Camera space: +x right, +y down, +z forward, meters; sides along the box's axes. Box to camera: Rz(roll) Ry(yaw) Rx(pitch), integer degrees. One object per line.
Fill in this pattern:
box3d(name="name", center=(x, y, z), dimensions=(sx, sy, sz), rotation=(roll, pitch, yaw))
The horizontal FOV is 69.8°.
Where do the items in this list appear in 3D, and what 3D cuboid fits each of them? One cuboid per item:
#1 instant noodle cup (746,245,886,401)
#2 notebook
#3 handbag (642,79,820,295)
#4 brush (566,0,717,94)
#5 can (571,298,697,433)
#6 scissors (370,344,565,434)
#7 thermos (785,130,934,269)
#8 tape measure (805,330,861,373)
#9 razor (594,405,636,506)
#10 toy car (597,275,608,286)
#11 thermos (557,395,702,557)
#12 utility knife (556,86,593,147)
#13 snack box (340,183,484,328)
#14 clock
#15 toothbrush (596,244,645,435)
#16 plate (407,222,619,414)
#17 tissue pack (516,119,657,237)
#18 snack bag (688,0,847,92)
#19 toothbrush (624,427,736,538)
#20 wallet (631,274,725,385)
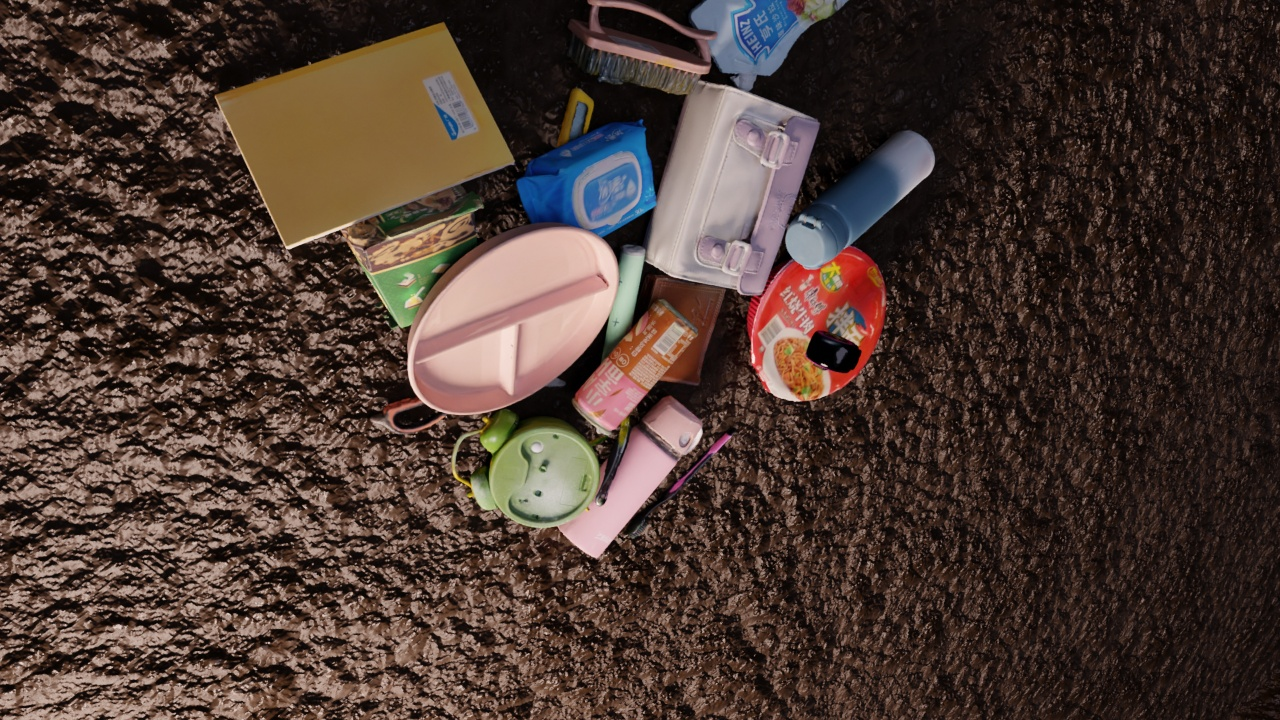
box3d(name="instant noodle cup", center=(0.196, -0.051, 1.089), dimensions=(0.193, 0.066, 0.194), rotation=(-11, 116, -25))
box3d(name="notebook", center=(-0.231, -0.195, 0.780), dimensions=(0.206, 0.010, 0.146), rotation=(-26, 85, -17))
box3d(name="handbag", center=(0.099, -0.177, 0.968), dimensions=(0.144, 0.098, 0.197), rotation=(6, 108, -36))
box3d(name="brush", center=(0.006, -0.300, 0.878), dimensions=(0.145, 0.063, 0.073), rotation=(3, 122, -29))
box3d(name="can", center=(-0.006, 0.006, 0.972), dimensions=(0.147, 0.058, 0.058), rotation=(-49, 125, 5))
box3d(name="scissors", center=(-0.175, 0.005, 0.942), dimensions=(0.222, 0.015, 0.189), rotation=(27, 97, -34))
box3d(name="thermos", center=(0.244, -0.179, 1.023), dimensions=(0.219, 0.070, 0.070), rotation=(-40, 126, -29))
box3d(name="tape measure", center=(0.218, -0.008, 1.045), dimensions=(0.057, 0.057, 0.039), rotation=(9, 107, -39))
box3d(name="razor", center=(-0.025, 0.093, 1.018), dimensions=(0.022, 0.042, 0.142), rotation=(13, 83, 8))
box3d(name="toy car", center=(-0.070, -0.085, 0.949), dimensions=(0.106, 0.031, 0.049), rotation=(5, 110, -45))
box3d(name="thermos", center=(-0.006, 0.134, 1.062), dimensions=(0.198, 0.067, 0.087), rotation=(-50, 139, -2))
box3d(name="utility knife", center=(-0.077, -0.192, 0.909), dimensions=(0.033, 0.015, 0.155), rotation=(6, 108, -34))
box3d(name="snack box", center=(-0.203, -0.102, 0.832), dimensions=(0.117, 0.118, 0.106), rotation=(-24, 133, -18))
box3d(name="clock", center=(-0.121, 0.113, 0.982), dimensions=(0.161, 0.056, 0.116), rotation=(11, 105, -14))
box3d(name="toothbrush", center=(-0.026, -0.018, 1.002), dimensions=(0.026, 0.027, 0.225), rotation=(-39, 144, -61))
box3d(name="plate", center=(-0.121, -0.039, 0.875), dimensions=(0.229, 0.028, 0.230), rotation=(-29, 149, -20))
box3d(name="tissue pack", center=(-0.048, -0.167, 0.896), dimensions=(0.156, 0.052, 0.095), rotation=(-33, 131, -27))
box3d(name="snack bag", center=(0.144, -0.369, 0.941), dimensions=(0.191, 0.039, 0.110), rotation=(-44, 136, -4))
box3d(name="toothbrush", center=(0.052, 0.151, 1.130), dimensions=(0.189, 0.014, 0.018), rotation=(-44, 134, -6))
box3d(name="wallet", center=(0.039, -0.034, 1.033), dimensions=(0.101, 0.032, 0.125), rotation=(5, 109, -33))
